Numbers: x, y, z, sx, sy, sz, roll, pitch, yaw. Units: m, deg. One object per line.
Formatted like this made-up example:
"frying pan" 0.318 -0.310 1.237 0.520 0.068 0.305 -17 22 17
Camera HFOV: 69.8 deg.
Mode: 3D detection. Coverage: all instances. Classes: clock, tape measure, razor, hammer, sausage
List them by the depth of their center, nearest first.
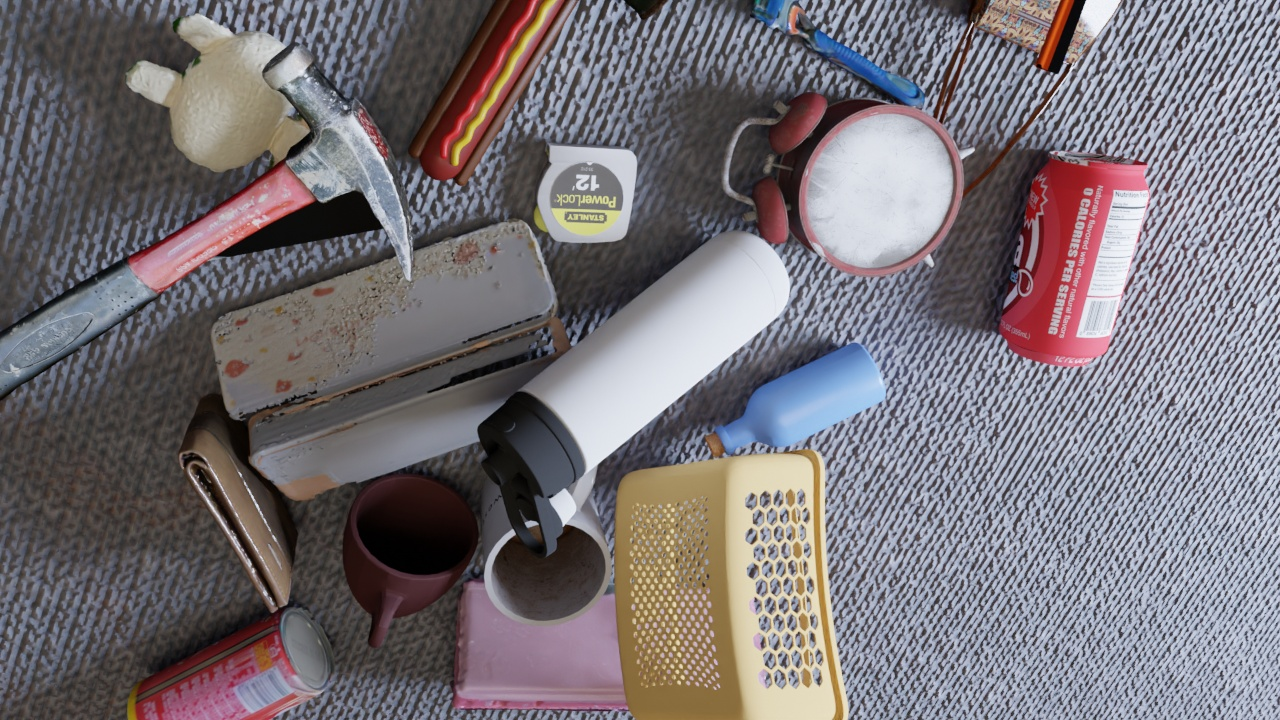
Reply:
"hammer" -0.284 -0.044 0.542 0.326 0.036 0.140 -28 126 9
"sausage" -0.086 -0.176 0.549 0.040 0.040 0.156 30 103 -21
"razor" 0.129 -0.200 0.595 0.141 0.018 0.043 26 67 -22
"tape measure" -0.037 -0.110 0.597 0.064 0.016 0.065 1 111 -12
"clock" 0.128 -0.119 0.603 0.156 0.062 0.110 10 109 -13

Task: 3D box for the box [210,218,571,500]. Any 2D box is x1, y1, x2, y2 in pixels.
"box" -0.155 0.000 0.606 0.217 0.095 0.115 -18 142 -3

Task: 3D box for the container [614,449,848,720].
"container" 0.070 0.158 0.637 0.166 0.129 0.183 15 68 -52

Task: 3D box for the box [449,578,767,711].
"box" -0.031 0.236 0.714 0.232 0.099 0.107 4 143 -15

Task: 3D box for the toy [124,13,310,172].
"toy" -0.229 -0.146 0.526 0.112 0.050 0.087 32 106 -36

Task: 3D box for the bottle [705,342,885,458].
"bottle" 0.109 0.035 0.667 0.131 0.048 0.048 -26 114 -1

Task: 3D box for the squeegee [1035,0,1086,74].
"squeegee" 0.196 -0.302 0.540 0.185 0.055 0.249 28 72 -6

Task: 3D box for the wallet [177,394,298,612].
"wallet" -0.255 0.089 0.587 0.027 0.098 0.121 -22 113 -11

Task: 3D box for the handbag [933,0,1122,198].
"handbag" 0.240 -0.187 0.622 0.093 0.043 0.196 12 117 -19

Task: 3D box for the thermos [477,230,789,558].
"thermos" 0.002 0.015 0.581 0.229 0.068 0.101 -39 129 -25

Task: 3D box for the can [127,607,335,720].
"can" -0.290 0.231 0.652 0.124 0.066 0.067 -27 114 0

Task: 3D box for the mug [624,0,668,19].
"mug" 0.003 -0.263 0.517 0.081 0.085 0.110 36 66 -20

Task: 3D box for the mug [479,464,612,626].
"mug" -0.061 0.104 0.633 0.083 0.096 0.120 21 105 -18

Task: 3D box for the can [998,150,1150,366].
"can" 0.306 -0.072 0.650 0.074 0.074 0.143 1 111 -12

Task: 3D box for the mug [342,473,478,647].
"mug" -0.168 0.148 0.627 0.087 0.113 0.089 20 128 -13
